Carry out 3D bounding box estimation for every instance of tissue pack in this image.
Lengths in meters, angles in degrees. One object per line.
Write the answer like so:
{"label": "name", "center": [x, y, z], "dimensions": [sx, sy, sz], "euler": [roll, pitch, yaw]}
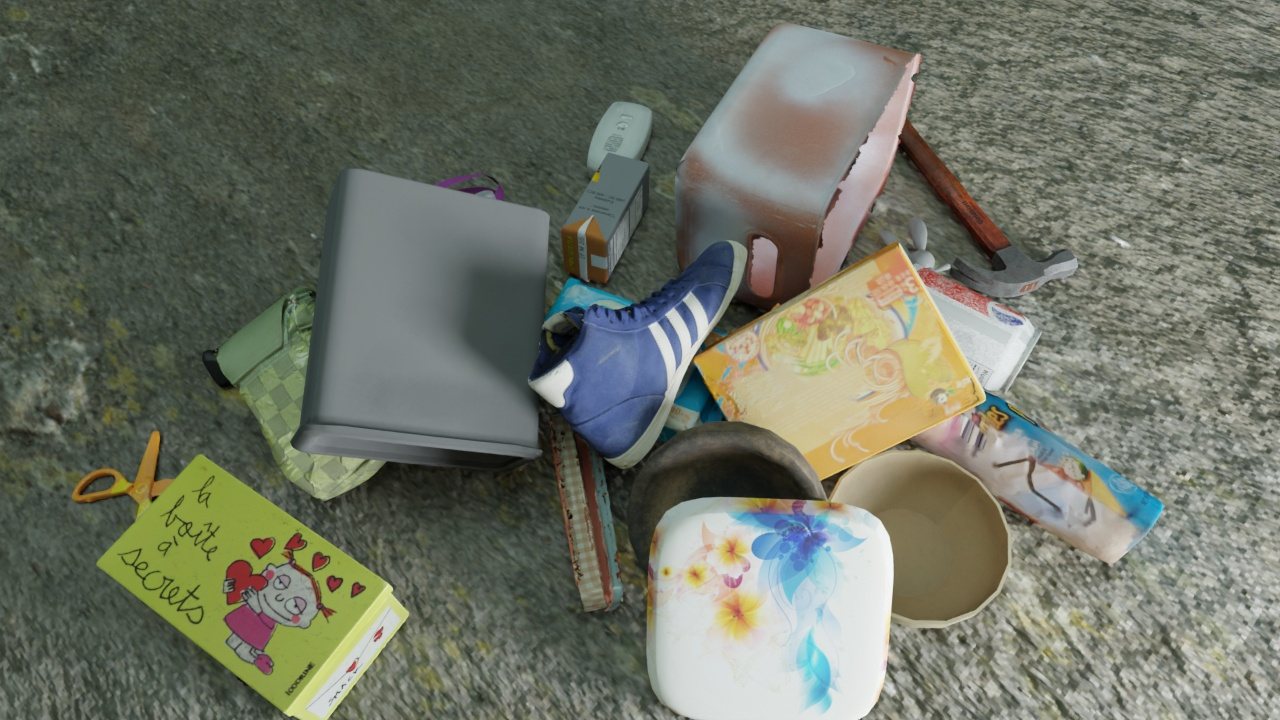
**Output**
{"label": "tissue pack", "center": [-0.005, 0.005, 0.869], "dimensions": [0.209, 0.066, 0.116], "euler": [22, 63, 12]}

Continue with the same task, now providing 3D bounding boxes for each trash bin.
{"label": "trash bin", "center": [0.150, -0.189, 0.915], "dimensions": [0.157, 0.182, 0.259], "euler": [22, 62, 17]}
{"label": "trash bin", "center": [-0.179, -0.028, 0.778], "dimensions": [0.191, 0.098, 0.219], "euler": [9, 72, -25]}

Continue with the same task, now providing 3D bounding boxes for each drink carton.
{"label": "drink carton", "center": [-0.035, -0.150, 0.958], "dimensions": [0.048, 0.076, 0.124], "euler": [18, 56, 12]}

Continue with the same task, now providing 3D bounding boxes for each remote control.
{"label": "remote control", "center": [-0.024, -0.247, 1.043], "dimensions": [0.060, 0.028, 0.114], "euler": [13, 60, 9]}

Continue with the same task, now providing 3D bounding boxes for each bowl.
{"label": "bowl", "center": [0.228, 0.155, 0.776], "dimensions": [0.152, 0.050, 0.152], "euler": [-1, 58, 1]}
{"label": "bowl", "center": [0.075, 0.124, 0.752], "dimensions": [0.162, 0.162, 0.070], "euler": [16, 16, 11]}

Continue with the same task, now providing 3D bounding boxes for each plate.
{"label": "plate", "center": [0.098, 0.198, 0.703], "dimensions": [0.187, 0.016, 0.187], "euler": [2, 100, 4]}

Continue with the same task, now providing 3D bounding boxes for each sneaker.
{"label": "sneaker", "center": [-0.010, -0.039, 0.777], "dimensions": [0.118, 0.092, 0.232], "euler": [36, 70, -22]}

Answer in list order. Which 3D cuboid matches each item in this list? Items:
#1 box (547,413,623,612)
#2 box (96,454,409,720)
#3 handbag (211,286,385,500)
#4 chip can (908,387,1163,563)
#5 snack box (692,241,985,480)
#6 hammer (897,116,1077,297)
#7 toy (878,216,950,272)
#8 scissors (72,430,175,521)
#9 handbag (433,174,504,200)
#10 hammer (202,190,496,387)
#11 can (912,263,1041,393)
{"label": "box", "center": [-0.054, 0.129, 0.803], "dimensions": [0.060, 0.057, 0.186], "euler": [-34, 53, 29]}
{"label": "box", "center": [-0.317, 0.187, 0.757], "dimensions": [0.221, 0.082, 0.124], "euler": [31, 65, 18]}
{"label": "handbag", "center": [-0.293, 0.026, 0.838], "dimensions": [0.113, 0.116, 0.186], "euler": [-31, 92, 22]}
{"label": "chip can", "center": [0.327, 0.085, 0.803], "dimensions": [0.229, 0.080, 0.079], "euler": [36, 66, 21]}
{"label": "snack box", "center": [0.166, 0.008, 0.783], "dimensions": [0.196, 0.080, 0.145], "euler": [-30, 91, 19]}
{"label": "hammer", "center": [0.333, -0.189, 0.997], "dimensions": [0.111, 0.028, 0.300], "euler": [-20, 60, -11]}
{"label": "toy", "center": [0.287, -0.099, 0.942], "dimensions": [0.049, 0.030, 0.111], "euler": [-23, 65, 5]}
{"label": "scissors", "center": [-0.457, 0.122, 0.841], "dimensions": [0.125, 0.011, 0.129], "euler": [-11, 61, -3]}
{"label": "handbag", "center": [-0.219, -0.145, 0.973], "dimensions": [0.169, 0.068, 0.144], "euler": [-34, 64, -25]}
{"label": "hammer", "center": [-0.268, -0.048, 0.897], "dimensions": [0.323, 0.127, 0.029], "euler": [-23, 26, 0]}
{"label": "can", "center": [0.298, -0.030, 0.871], "dimensions": [0.136, 0.078, 0.078], "euler": [31, 64, 19]}
